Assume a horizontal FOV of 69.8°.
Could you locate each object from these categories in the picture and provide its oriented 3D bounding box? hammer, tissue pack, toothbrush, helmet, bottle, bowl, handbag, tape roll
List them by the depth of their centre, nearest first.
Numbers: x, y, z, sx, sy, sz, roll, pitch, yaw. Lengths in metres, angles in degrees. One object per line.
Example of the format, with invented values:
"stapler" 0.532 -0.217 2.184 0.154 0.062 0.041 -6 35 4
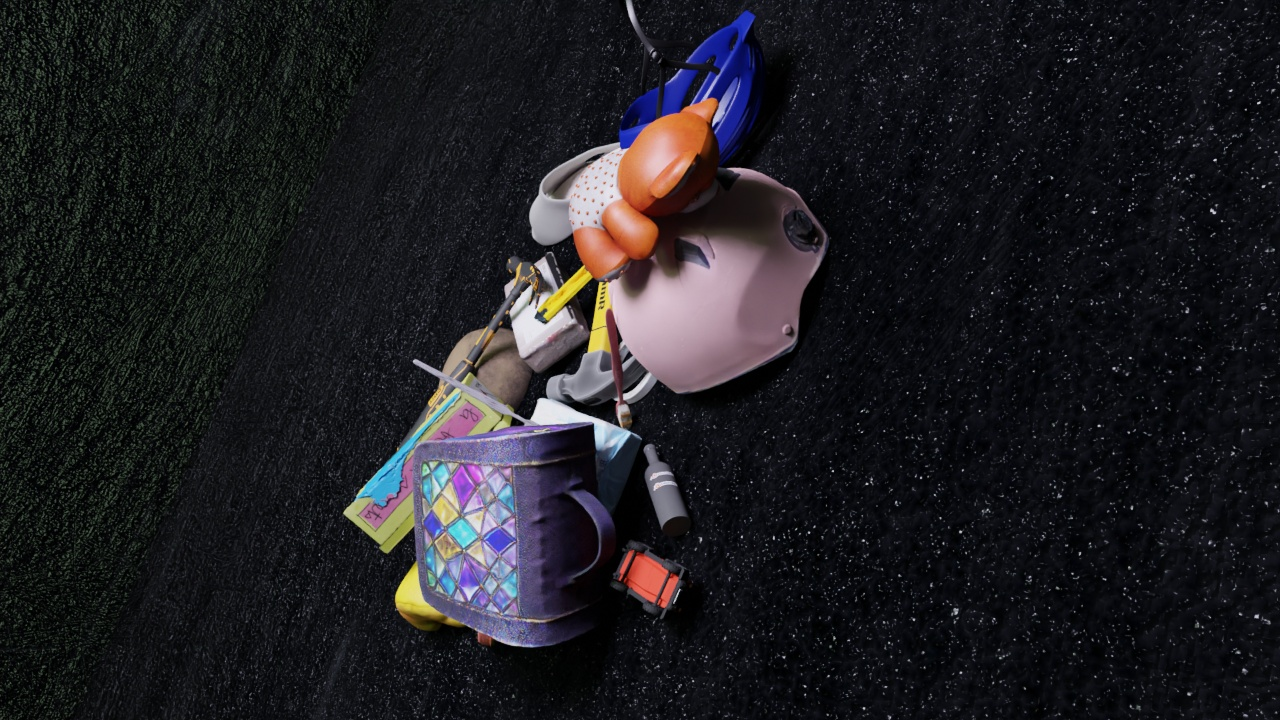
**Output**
"handbag" -0.118 0.165 0.930 0.222 0.125 0.205 2 95 38
"bottle" 0.022 0.128 0.941 0.030 0.030 0.112 -47 36 21
"helmet" 0.060 -0.101 0.955 0.231 0.152 0.254 -14 50 53
"toothbrush" -0.024 0.012 0.988 0.015 0.185 0.015 -13 47 -6
"toothbrush" -0.171 0.043 0.996 0.010 0.181 0.010 -18 48 48
"tissue pack" -0.076 0.114 1.048 0.182 0.070 0.112 16 82 56
"helmet" 0.031 -0.321 1.070 0.242 0.227 0.147 -48 26 18
"tape roll" -0.006 0.006 1.082 0.093 0.013 0.092 -32 43 37
"hammer" -0.032 -0.103 1.126 0.170 0.034 0.324 -13 63 49
"hammer" -0.230 0.005 1.241 0.321 0.036 0.123 -56 34 6
"tissue pack" -0.130 -0.061 1.263 0.104 0.071 0.181 -36 41 10
"bowl" -0.228 0.024 1.318 0.163 0.070 0.162 -33 43 37

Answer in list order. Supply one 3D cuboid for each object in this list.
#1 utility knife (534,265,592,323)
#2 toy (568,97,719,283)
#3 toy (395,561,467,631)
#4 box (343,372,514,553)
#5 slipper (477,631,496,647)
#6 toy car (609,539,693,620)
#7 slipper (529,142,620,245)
"utility knife" -0.058 -0.128 1.202 0.218 0.019 0.030 -42 49 -4
"toy" 0.011 -0.166 0.864 0.173 0.093 0.163 -28 35 44
"toy" -0.257 0.248 1.187 0.135 0.087 0.193 -17 54 52
"box" -0.263 0.126 1.156 0.221 0.082 0.124 -48 9 0
"slipper" -0.189 0.213 1.096 0.104 0.059 0.248 106 166 -64
"toy car" 0.014 0.209 0.878 0.100 0.048 0.051 16 80 56
"slipper" -0.094 -0.255 1.325 0.267 0.080 0.112 -18 56 47
